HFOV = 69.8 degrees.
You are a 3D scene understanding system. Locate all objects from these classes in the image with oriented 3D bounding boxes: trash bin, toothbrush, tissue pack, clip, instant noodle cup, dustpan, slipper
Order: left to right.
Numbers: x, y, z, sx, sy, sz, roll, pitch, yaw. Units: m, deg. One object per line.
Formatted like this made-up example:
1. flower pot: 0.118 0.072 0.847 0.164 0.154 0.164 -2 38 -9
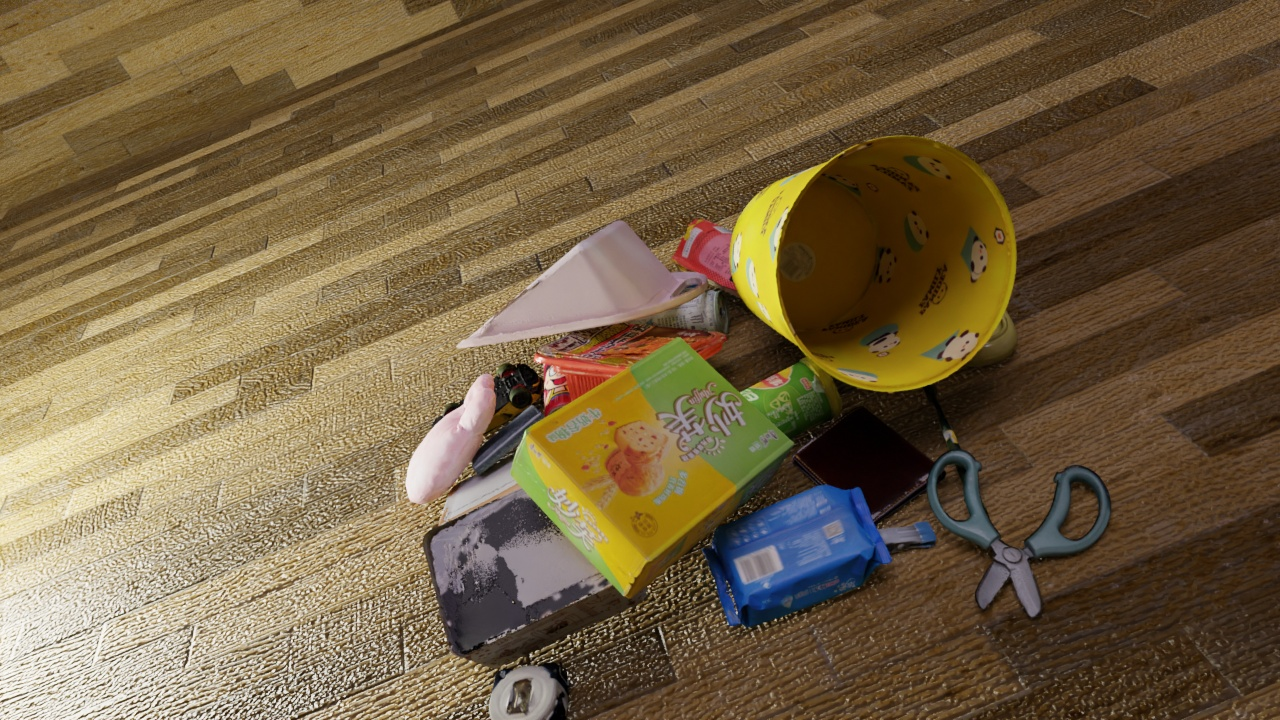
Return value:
1. dustpan: -0.062 -0.065 1.147 0.274 0.139 0.222 -36 6 27
2. instant noodle cup: -0.006 0.006 1.044 0.189 0.079 0.164 5 18 27
3. tissue pack: 0.139 0.173 0.818 0.157 0.052 0.094 -23 38 4
4. trash bin: 0.211 -0.104 0.943 0.229 0.229 0.255 -26 13 -4
5. clip: 0.234 0.160 0.819 0.057 0.030 0.024 -10 40 -1
6. toothbrush: 0.301 0.084 0.882 0.012 0.017 0.185 -13 40 8
7. slipper: 0.349 -0.075 0.998 0.092 0.082 0.190 -14 40 6

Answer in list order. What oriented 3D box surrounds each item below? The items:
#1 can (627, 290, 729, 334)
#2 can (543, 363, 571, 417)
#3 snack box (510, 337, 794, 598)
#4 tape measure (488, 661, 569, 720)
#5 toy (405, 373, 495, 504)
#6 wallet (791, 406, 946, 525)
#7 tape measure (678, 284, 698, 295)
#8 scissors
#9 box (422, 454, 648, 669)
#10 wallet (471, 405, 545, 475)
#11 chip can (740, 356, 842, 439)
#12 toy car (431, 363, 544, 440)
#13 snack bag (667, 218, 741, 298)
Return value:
1. can: 0.034 -0.050 1.145 0.147 0.058 0.058 -7 40 19
2. can: -0.090 0.033 1.109 0.053 0.053 0.132 -17 37 7
3. snack box: 0.013 0.088 0.827 0.157 0.070 0.209 44 50 18
4. tape measure: -0.097 0.300 0.800 0.066 0.033 0.065 -15 37 12
5. toy: -0.210 0.090 1.036 0.159 0.054 0.121 -52 20 11
6. wallet: 0.219 0.102 0.896 0.096 0.020 0.122 -35 39 -8
7. tape measure: 0.060 -0.077 1.192 0.054 0.025 0.058 -26 33 -2
8. scissors: 0.334 0.137 0.785 0.179 0.019 0.172 -12 46 2
9. box: -0.112 0.159 0.904 0.179 0.124 0.273 -26 36 3
10. wallet: -0.154 0.088 1.050 0.097 0.019 0.121 -39 8 -8
11. chip can: 0.095 0.074 0.948 0.221 0.073 0.072 -26 37 -6
12. toy car: -0.190 0.060 1.136 0.156 0.041 0.071 -34 38 -2
13. snack bag: 0.142 -0.121 1.178 0.128 0.073 0.208 -31 41 -30
